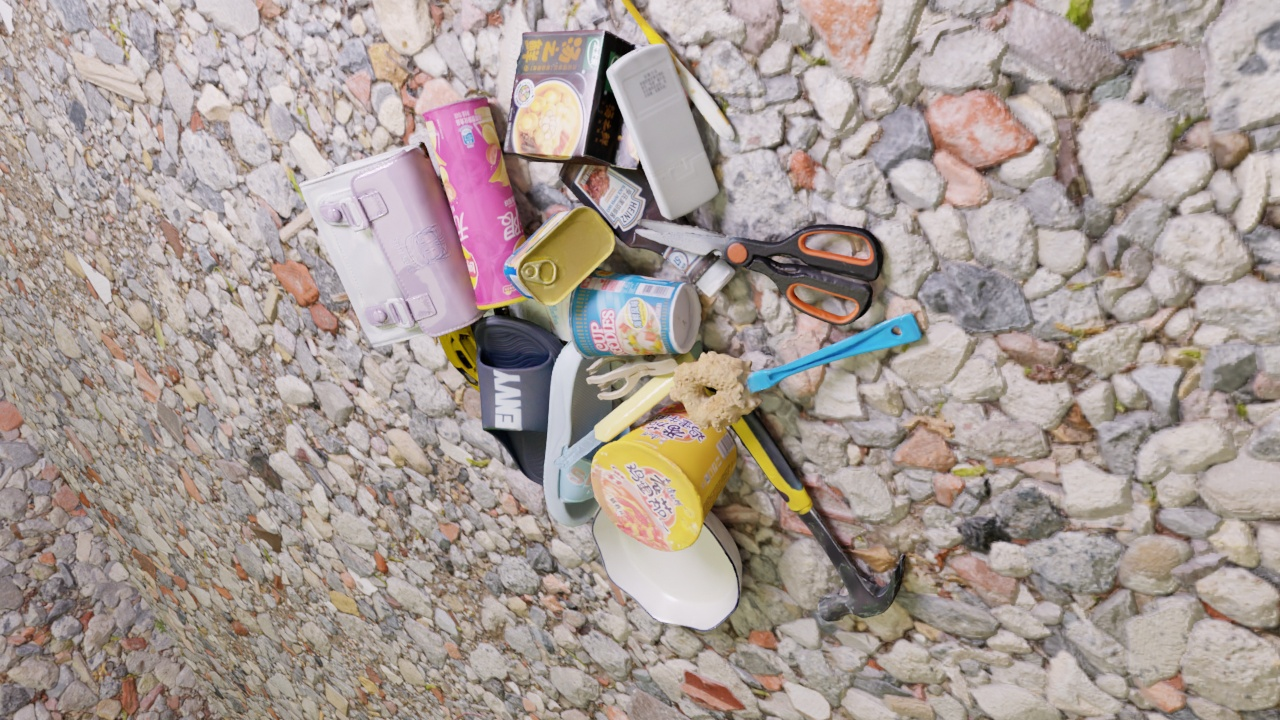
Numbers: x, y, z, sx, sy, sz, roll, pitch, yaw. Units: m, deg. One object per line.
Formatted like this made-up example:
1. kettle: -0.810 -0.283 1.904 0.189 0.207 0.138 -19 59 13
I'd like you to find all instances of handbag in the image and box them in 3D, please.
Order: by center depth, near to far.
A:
1. handbag: -0.263 -0.124 1.003 0.145 0.098 0.197 -12 112 21

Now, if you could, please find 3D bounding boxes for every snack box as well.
1. snack box: -0.057 -0.238 0.836 0.126 0.053 0.113 12 95 36
2. snack box: -0.132 -0.078 1.045 0.157 0.026 0.085 15 126 29

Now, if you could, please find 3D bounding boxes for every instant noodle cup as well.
1. instant noodle cup: -0.002 -0.046 0.928 0.110 0.099 0.099 5 121 27
2. instant noodle cup: 0.032 0.118 0.993 0.138 0.109 0.138 19 128 26

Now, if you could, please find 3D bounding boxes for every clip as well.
1. clip: -0.006 0.009 0.964 0.100 0.071 0.035 -22 125 13

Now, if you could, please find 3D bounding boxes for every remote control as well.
1. remote control: 0.021 -0.202 0.815 0.021 0.058 0.150 37 154 60

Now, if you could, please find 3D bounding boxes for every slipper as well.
1. slipper: -0.054 0.081 1.044 0.074 0.103 0.246 18 121 25
2. slipper: -0.128 0.068 1.072 0.111 0.083 0.268 0 130 14

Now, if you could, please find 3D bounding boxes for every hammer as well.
1. hammer: 0.162 0.136 0.963 0.126 0.031 0.323 -29 98 45

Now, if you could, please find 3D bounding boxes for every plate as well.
1. plate: 0.036 0.235 1.114 0.205 0.045 0.205 18 127 26

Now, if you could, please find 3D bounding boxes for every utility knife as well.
1. utility knife: -0.014 0.052 0.971 0.211 0.022 0.031 -36 54 9

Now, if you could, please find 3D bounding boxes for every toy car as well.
1. toy car: -0.216 -0.014 1.127 0.071 0.041 0.156 12 131 60

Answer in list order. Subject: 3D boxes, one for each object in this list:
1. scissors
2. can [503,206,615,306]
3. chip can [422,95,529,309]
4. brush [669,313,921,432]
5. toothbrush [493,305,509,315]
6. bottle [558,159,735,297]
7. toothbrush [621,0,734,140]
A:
1. scissors: 0.105 -0.110 0.826 0.235 0.021 0.142 35 123 4
2. can: -0.084 -0.105 0.915 0.057 0.102 0.083 48 171 -19
3. chip can: -0.165 -0.163 0.961 0.072 0.071 0.210 -3 107 39
4. brush: 0.141 0.006 0.871 0.255 0.045 0.083 -20 97 29
5. toothbrush: -0.155 0.016 1.108 0.027 0.026 0.213 16 134 20
6. bottle: 0.010 -0.139 0.886 0.195 0.043 0.080 44 133 4
7. toothbrush: 0.024 -0.272 0.808 0.191 0.018 0.016 51 137 -6
